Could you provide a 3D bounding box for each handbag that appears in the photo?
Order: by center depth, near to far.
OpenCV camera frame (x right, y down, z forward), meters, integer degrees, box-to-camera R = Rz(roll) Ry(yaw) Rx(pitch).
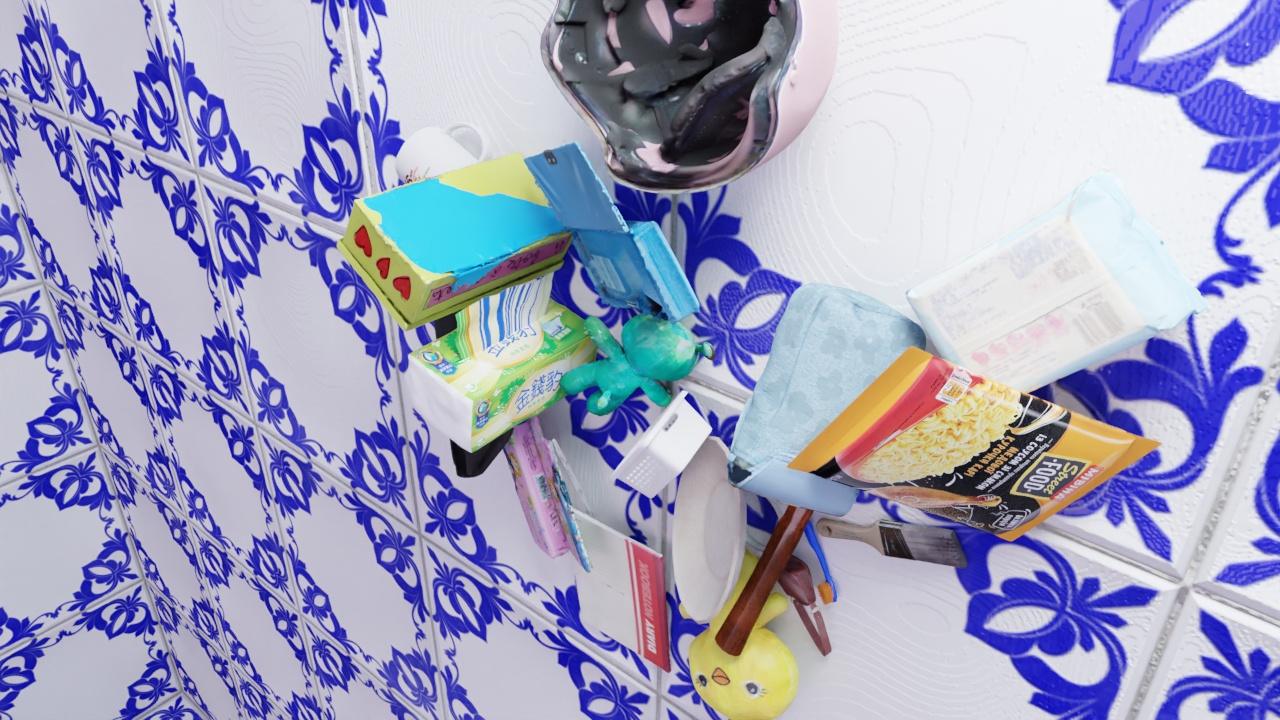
[{"bbox_3d":[0.146,0.031,0.775,0.118,0.121,0.192,-127,54,-72],"label":"handbag"},{"bbox_3d":[0.173,0.259,0.957,0.119,0.029,0.055,65,162,-16],"label":"handbag"},{"bbox_3d":[-0.221,0.058,1.153,0.196,0.072,0.175,115,146,-54],"label":"handbag"}]

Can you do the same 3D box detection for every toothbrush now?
[{"bbox_3d":[0.163,0.164,0.921,0.182,0.018,0.016,69,163,-10],"label":"toothbrush"},{"bbox_3d":[-0.079,0.149,1.102,0.010,0.010,0.182,22,148,35],"label":"toothbrush"}]

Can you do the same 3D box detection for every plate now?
[{"bbox_3d":[0.075,0.173,0.941,0.189,0.027,0.188,-174,91,-74],"label":"plate"}]

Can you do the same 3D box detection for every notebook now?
[{"bbox_3d":[-0.026,0.290,1.162,0.153,0.012,0.209,21,132,34],"label":"notebook"}]

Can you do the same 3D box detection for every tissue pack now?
[{"bbox_3d":[0.283,-0.042,0.656,0.112,0.069,0.182,57,140,3],"label":"tissue pack"},{"bbox_3d":[-0.143,-0.018,0.980,0.120,0.197,0.142,28,132,22],"label":"tissue pack"}]

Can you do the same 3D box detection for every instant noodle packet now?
[{"bbox_3d":[0.248,0.072,0.697,0.220,0.032,0.160,19,137,-15],"label":"instant noodle packet"}]

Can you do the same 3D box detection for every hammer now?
[{"bbox_3d":[0.140,0.172,0.891,0.111,0.028,0.301,36,119,27],"label":"hammer"}]

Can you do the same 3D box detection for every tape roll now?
[{"bbox_3d":[0.121,0.162,0.953,0.093,0.013,0.093,29,130,40],"label":"tape roll"}]

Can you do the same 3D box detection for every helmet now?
[{"bbox_3d":[0.048,-0.264,0.693,0.231,0.152,0.255,-30,87,50],"label":"helmet"}]

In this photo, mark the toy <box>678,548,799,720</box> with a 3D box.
[{"bbox_3d":[0.111,0.309,1.006,0.134,0.092,0.207,-8,97,39],"label":"toy"}]

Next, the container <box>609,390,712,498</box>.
[{"bbox_3d":[0.024,0.094,0.960,0.049,0.080,0.129,39,149,1],"label":"container"}]

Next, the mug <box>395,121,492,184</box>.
[{"bbox_3d":[-0.210,-0.219,1.031,0.089,0.073,0.105,42,109,19],"label":"mug"}]

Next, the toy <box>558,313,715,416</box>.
[{"bbox_3d":[-0.006,0.005,0.942,0.130,0.072,0.194,41,130,-19],"label":"toy"}]

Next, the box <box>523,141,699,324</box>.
[{"bbox_3d":[-0.034,-0.122,0.843,0.174,0.033,0.231,60,169,-18],"label":"box"}]

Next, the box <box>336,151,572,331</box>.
[{"bbox_3d":[-0.180,-0.126,0.938,0.124,0.220,0.081,47,137,11],"label":"box"}]

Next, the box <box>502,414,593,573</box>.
[{"bbox_3d":[-0.126,0.146,1.136,0.159,0.035,0.230,17,126,62],"label":"box"}]

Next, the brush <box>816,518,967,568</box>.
[{"bbox_3d":[0.231,0.167,0.863,0.151,0.012,0.039,0,112,45],"label":"brush"}]
